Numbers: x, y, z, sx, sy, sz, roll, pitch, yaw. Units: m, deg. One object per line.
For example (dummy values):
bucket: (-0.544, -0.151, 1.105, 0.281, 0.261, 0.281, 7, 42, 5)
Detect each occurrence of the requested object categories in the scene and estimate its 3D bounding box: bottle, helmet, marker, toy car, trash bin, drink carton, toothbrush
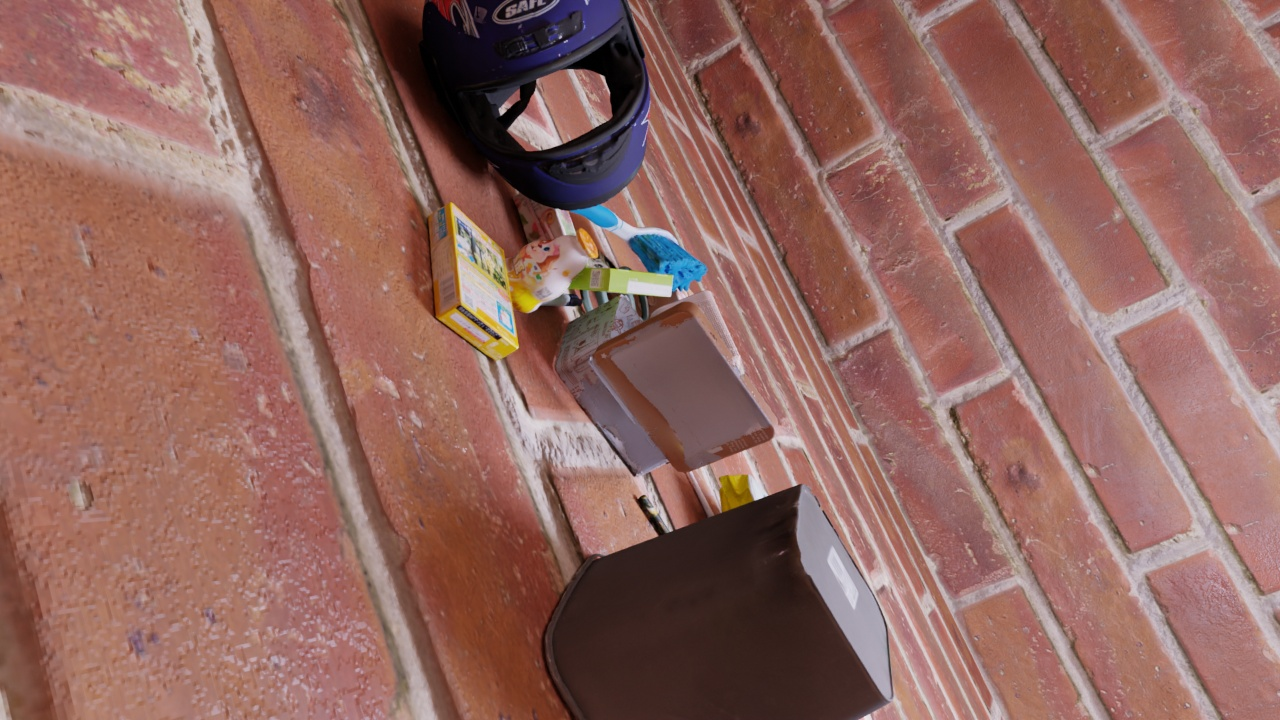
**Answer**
bottle: (-0.098, -0.097, 0.959, 0.063, 0.108, 0.063, 53, 18, -26)
helmet: (-0.119, -0.351, 1.038, 0.240, 0.247, 0.315, 68, -3, -54)
marker: (-0.099, -0.071, 1.064, 0.130, 0.023, 0.018, -7, 104, -73)
toy car: (-0.063, -0.129, 1.235, 0.090, 0.035, 0.042, 41, 25, -43)
trash bin: (0.074, 0.229, 0.766, 0.199, 0.220, 0.198, 58, 17, -6)
drink carton: (-0.110, -0.157, 1.108, 0.045, 0.054, 0.122, 27, 38, -58)
toothbrush: (0.048, 0.229, 1.039, 0.186, 0.012, 0.017, 58, 29, -12)
toothbrush: (0.088, 0.186, 1.208, 0.180, 0.016, 0.016, 65, 21, 6)

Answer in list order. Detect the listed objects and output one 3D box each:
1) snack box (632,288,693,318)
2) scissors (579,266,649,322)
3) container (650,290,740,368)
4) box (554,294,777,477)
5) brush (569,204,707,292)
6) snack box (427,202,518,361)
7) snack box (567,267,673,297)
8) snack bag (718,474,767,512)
snack box: (0.042, -0.066, 1.361, 0.094, 0.077, 0.092, 44, 25, -46)
scissors: (-0.032, -0.046, 1.194, 0.161, 0.019, 0.179, 12, 67, -48)
container: (0.077, -0.017, 1.239, 0.090, 0.090, 0.111, 85, -18, -63)
box: (0.029, 0.011, 1.031, 0.180, 0.218, 0.157, 53, 31, -19)
brush: (-0.007, -0.156, 1.204, 0.109, 0.061, 0.314, 51, 17, 16)
snack box: (-0.161, -0.076, 0.879, 0.087, 0.034, 0.140, 42, 27, -47)
snack box: (-0.044, -0.089, 1.016, 0.085, 0.157, 0.026, 2, 95, -36)
snack bag: (0.168, 0.263, 1.209, 0.246, 0.068, 0.157, 49, 22, -50)
